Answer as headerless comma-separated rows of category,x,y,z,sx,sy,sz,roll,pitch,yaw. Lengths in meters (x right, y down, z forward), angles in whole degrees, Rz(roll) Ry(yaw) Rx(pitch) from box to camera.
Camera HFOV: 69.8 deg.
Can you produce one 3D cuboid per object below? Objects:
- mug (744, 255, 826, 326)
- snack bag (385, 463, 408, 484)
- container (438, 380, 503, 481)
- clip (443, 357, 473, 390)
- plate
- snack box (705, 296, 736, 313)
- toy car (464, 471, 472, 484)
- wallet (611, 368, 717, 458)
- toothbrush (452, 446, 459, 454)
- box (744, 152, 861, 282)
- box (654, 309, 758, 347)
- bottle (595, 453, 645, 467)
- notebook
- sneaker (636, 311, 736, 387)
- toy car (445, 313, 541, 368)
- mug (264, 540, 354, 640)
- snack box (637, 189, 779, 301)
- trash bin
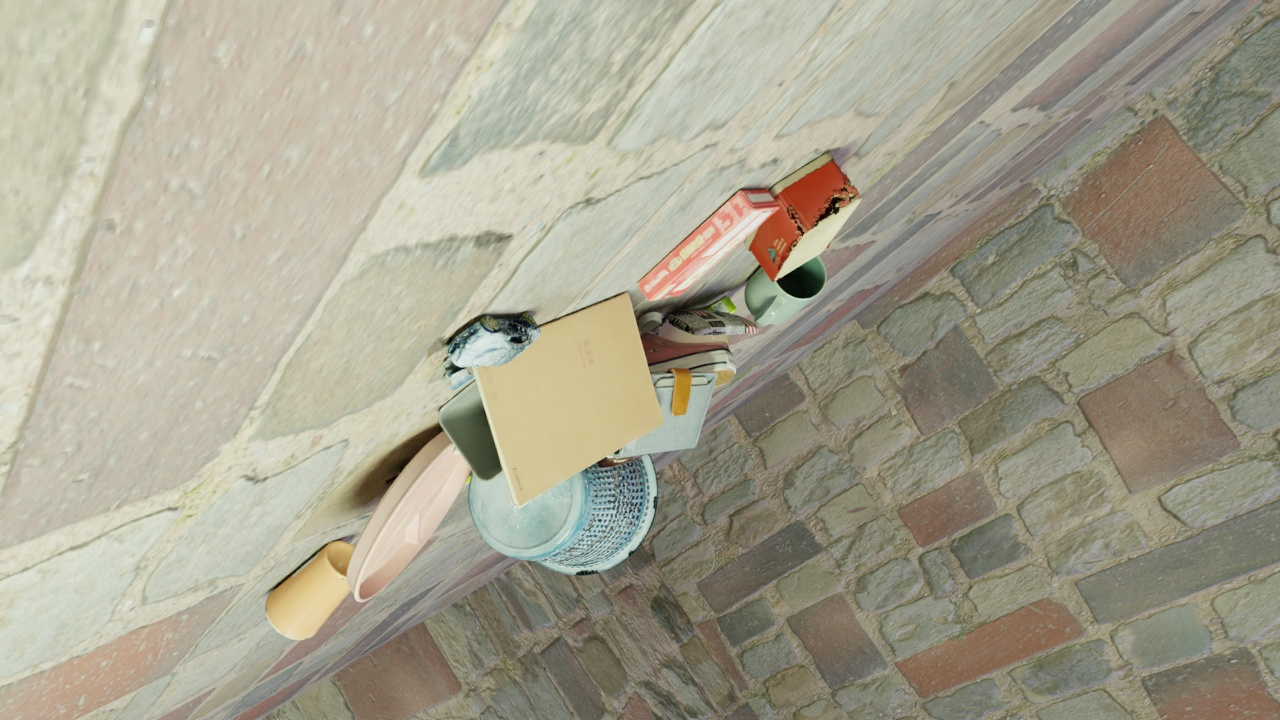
mug,0.190,-0.091,1.267,0.111,0.082,0.107,-58,-175,-26
snack bag,-0.263,0.136,1.054,0.045,0.026,0.105,-29,168,-11
container,-0.132,0.061,0.957,0.090,0.090,0.114,-37,173,15
clip,-0.165,0.010,0.818,0.025,0.036,0.058,-31,174,-12
plate,-0.248,0.162,1.014,0.229,0.028,0.229,-56,174,-9
snack box,0.061,-0.033,1.322,0.156,0.026,0.086,-31,169,-24
toy car,-0.224,0.136,1.166,0.048,0.032,0.105,-24,164,-45
wallet,0.031,0.058,1.041,0.129,0.037,0.107,-1,115,-46
toothbrush,-0.165,0.076,1.019,0.016,0.018,0.191,-62,174,16
box,0.185,-0.150,1.031,0.091,0.078,0.168,-32,170,-11
box,0.091,-0.033,1.227,0.087,0.076,0.162,-3,178,43
bottle,-0.048,0.048,1.032,0.080,0.044,0.195,-18,137,6
notebook,-0.066,0.032,0.907,0.012,0.149,0.210,-3,-163,45
sneaker,-0.007,0.007,1.126,0.241,0.087,0.118,-13,156,0
toy car,-0.124,-0.015,0.792,0.049,0.031,0.105,-41,167,21
mug,-0.408,0.287,1.164,0.123,0.078,0.078,-45,167,19
snack box,0.070,-0.119,0.953,0.153,0.025,0.075,-40,170,30
trash bin,-0.110,0.166,1.161,0.227,0.226,0.195,-37,165,9
